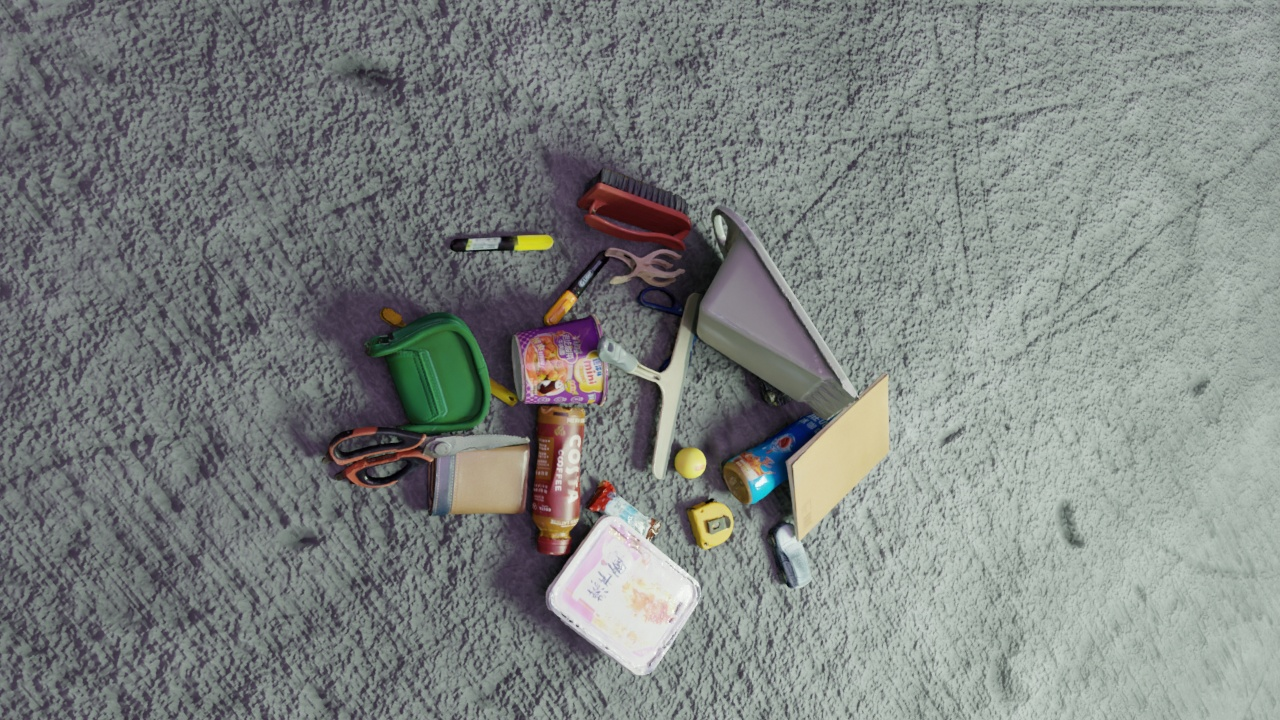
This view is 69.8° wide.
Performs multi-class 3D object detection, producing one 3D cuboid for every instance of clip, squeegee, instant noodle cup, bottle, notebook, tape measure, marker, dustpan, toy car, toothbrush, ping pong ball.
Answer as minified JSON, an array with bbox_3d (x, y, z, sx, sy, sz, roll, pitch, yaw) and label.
[{"bbox_3d":[0.004,-0.118,1.156,0.100,0.035,0.076,-3,70,-26],"label":"clip"},{"bbox_3d":[-0.006,0.006,1.080,0.246,0.039,0.246,28,73,-65],"label":"squeegee"},{"bbox_3d":[-0.027,0.284,1.126,0.173,0.060,0.137,42,74,-16],"label":"instant noodle cup"},{"bbox_3d":[0.213,0.117,1.231,0.218,0.065,0.065,-27,99,-22],"label":"bottle"},{"bbox_3d":[0.271,0.131,1.233,0.211,0.012,0.150,-37,133,-28],"label":"notebook"},{"bbox_3d":[0.094,0.212,1.197,0.057,0.029,0.060,-19,97,-24],"label":"tape measure"},{"bbox_3d":[-0.077,-0.090,1.136,0.018,0.015,0.123,46,70,-23],"label":"marker"},{"bbox_3d":[-0.099,0.142,1.098,0.057,0.057,0.175,4,87,-24],"label":"bottle"},{"bbox_3d":[0.165,-0.063,1.117,0.258,0.223,0.142,30,83,7],"label":"dustpan"},{"bbox_3d":[0.173,0.011,1.234,0.048,0.031,0.105,-27,96,-21],"label":"toy car"},{"bbox_3d":[0.205,0.264,1.242,0.042,0.034,0.090,-19,95,-20],"label":"toy car"},{"bbox_3d":[-0.221,-0.003,1.070,0.190,0.017,0.015,37,76,-19],"label":"toothbrush"},{"bbox_3d":[0.064,0.131,1.179,0.040,0.040,0.040,1,88,-24],"label":"ping pong ball"},{"bbox_3d":[-0.166,-0.140,1.100,0.124,0.015,0.018,-5,90,-21],"label":"marker"},{"bbox_3d":[-0.098,0.004,1.079,0.099,0.112,0.111,-7,91,-16],"label":"instant noodle cup"}]

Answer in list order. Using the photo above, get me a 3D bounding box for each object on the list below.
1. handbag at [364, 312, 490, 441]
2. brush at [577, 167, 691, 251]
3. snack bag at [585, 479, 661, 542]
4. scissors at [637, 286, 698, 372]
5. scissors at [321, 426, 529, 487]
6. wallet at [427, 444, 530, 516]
[{"bbox_3d":[-0.233,0.019,1.026,0.120,0.068,0.131,-20,107,-11],"label":"handbag"},{"bbox_3d":[-0.002,-0.182,1.146,0.145,0.063,0.069,15,71,-24],"label":"brush"},{"bbox_3d":[-0.019,0.194,1.149,0.105,0.026,0.045,41,65,-18],"label":"snack bag"},{"bbox_3d":[0.065,-0.048,1.200,0.162,0.012,0.175,37,73,-19],"label":"scissors"},{"bbox_3d":[-0.232,0.109,1.022,0.210,0.015,0.177,27,114,-21],"label":"scissors"},{"bbox_3d":[-0.189,0.136,1.074,0.115,0.033,0.090,3,90,-24],"label":"wallet"}]
